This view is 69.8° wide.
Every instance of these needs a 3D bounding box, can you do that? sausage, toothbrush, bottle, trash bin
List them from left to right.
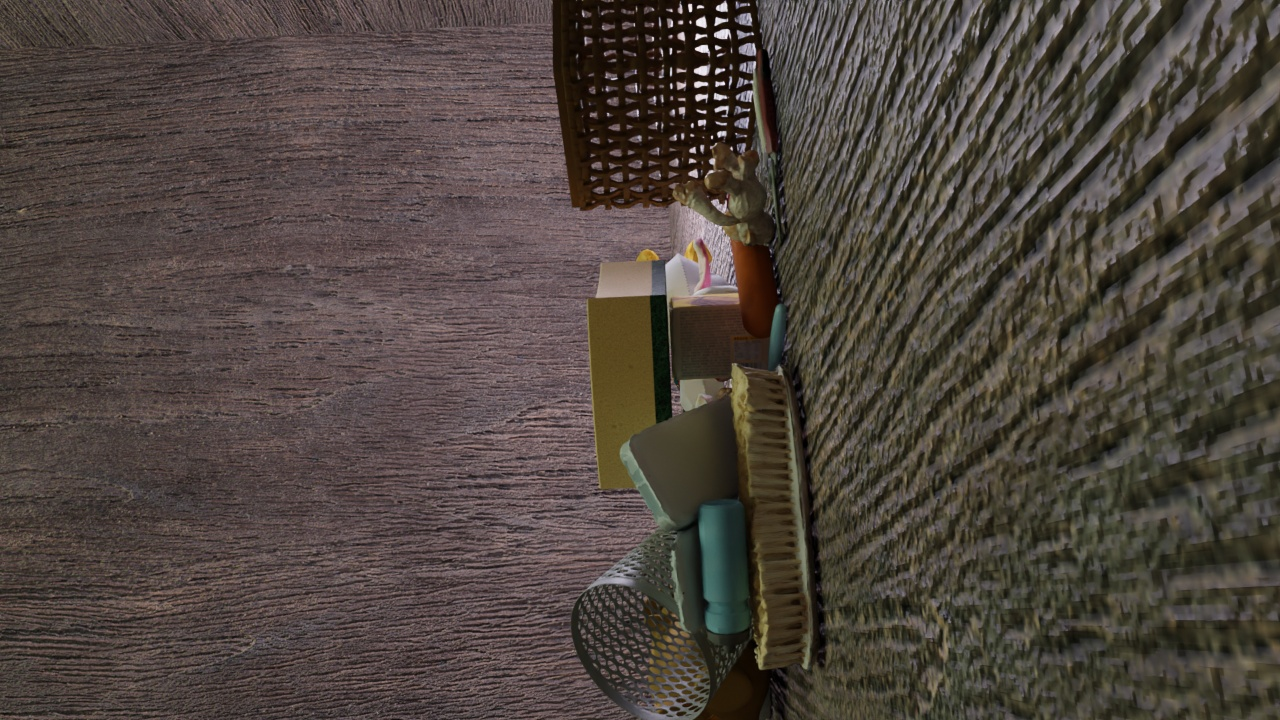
[{"bbox_3d":[0.046,0.248,0.940,0.182,0.157,0.157,-33,-52,-50],"label":"trash bin"},{"bbox_3d":[0.073,0.186,0.788,0.040,0.040,0.130,-98,4,-89],"label":"bottle"},{"bbox_3d":[0.116,-0.091,0.936,0.044,0.039,0.164,78,-173,-49],"label":"sausage"},{"bbox_3d":[0.133,0.009,0.905,0.022,0.016,0.155,-47,-34,-42],"label":"toothbrush"}]

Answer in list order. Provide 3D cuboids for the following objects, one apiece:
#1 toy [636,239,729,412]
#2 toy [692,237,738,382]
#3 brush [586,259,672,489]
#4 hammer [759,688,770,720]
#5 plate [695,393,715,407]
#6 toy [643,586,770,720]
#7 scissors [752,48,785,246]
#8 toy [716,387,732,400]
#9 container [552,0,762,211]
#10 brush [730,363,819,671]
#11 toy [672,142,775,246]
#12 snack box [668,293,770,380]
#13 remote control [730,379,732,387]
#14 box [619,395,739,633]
[{"bbox_3d":[0.069,-0.047,1.296,0.247,0.141,0.267,80,178,-62],"label":"toy"},{"bbox_3d":[0.099,-0.047,1.120,0.194,0.084,0.159,-99,-14,-53],"label":"toy"},{"bbox_3d":[-0.006,0.006,0.993,0.250,0.075,0.195,-85,-8,-75],"label":"brush"},{"bbox_3d":[0.138,0.377,1.265,0.327,0.039,0.131,-92,0,-75],"label":"hammer"},{"bbox_3d":[0.114,0.133,1.169,0.187,0.016,0.187,89,160,-77],"label":"plate"},{"bbox_3d":[0.070,0.335,1.078,0.162,0.199,0.203,40,-162,-21],"label":"toy"},{"bbox_3d":[0.124,-0.206,0.868,0.187,0.015,0.147,-96,3,-50],"label":"scissors"},{"bbox_3d":[0.120,0.060,1.202,0.054,0.041,0.102,-54,6,-8],"label":"toy"},{"bbox_3d":[0.015,-0.340,1.084,0.252,0.214,0.219,88,180,-64],"label":"container"},{"bbox_3d":[0.118,0.134,0.812,0.083,0.056,0.271,99,168,-76],"label":"brush"},{"bbox_3d":[0.098,-0.157,0.904,0.106,0.074,0.085,51,-125,-21],"label":"toy"},{"bbox_3d":[0.085,-0.027,0.998,0.061,0.106,0.084,-91,-1,-73],"label":"snack box"},{"bbox_3d":[0.135,0.021,1.267,0.147,0.008,0.045,88,179,-65],"label":"remote control"},{"bbox_3d":[0.072,0.136,0.863,0.209,0.061,0.192,-13,-100,-55],"label":"box"}]
